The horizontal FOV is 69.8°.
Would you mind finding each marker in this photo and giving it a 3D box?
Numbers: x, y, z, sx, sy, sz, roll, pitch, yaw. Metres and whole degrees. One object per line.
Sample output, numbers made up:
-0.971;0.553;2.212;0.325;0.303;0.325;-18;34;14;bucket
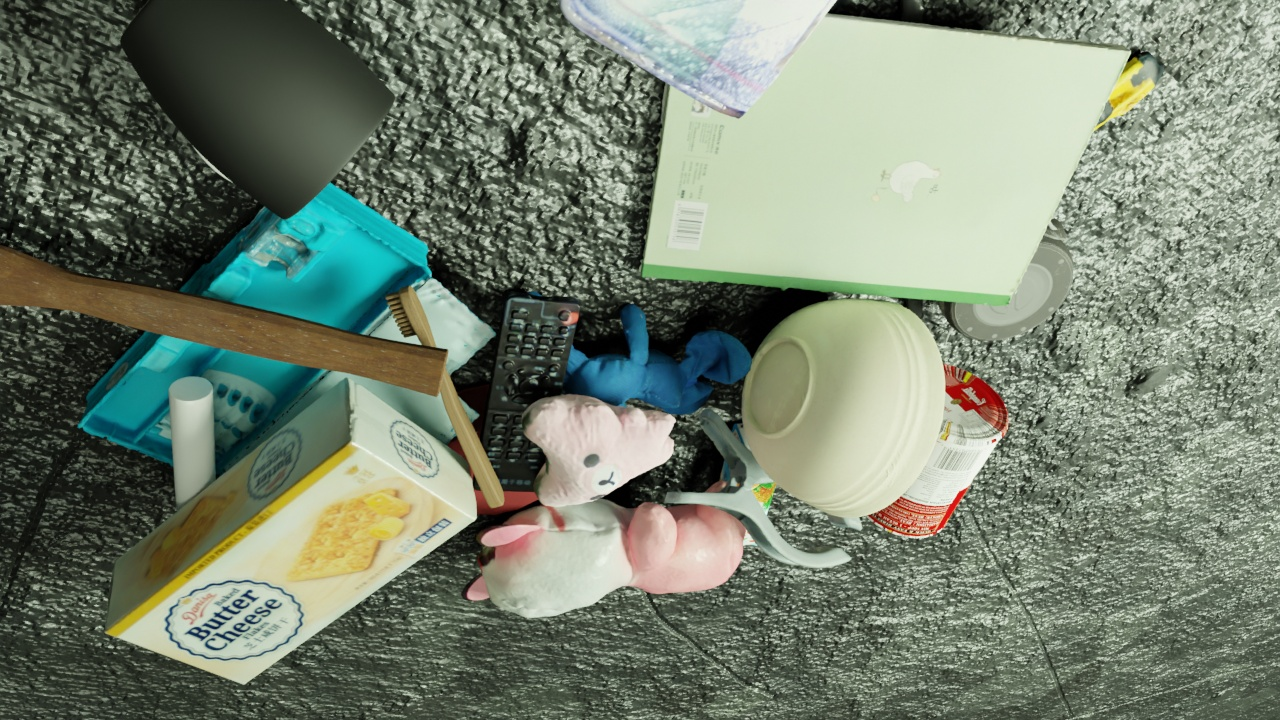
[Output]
-0.273;0.068;0.566;0.027;0.023;0.133;15;126;-5;marker

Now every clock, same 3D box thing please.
0.251;-0.063;0.641;0.091;0.043;0.123;-14;133;2;clock
-0.096;0.064;0.661;0.137;0.048;0.096;-3;133;-13;clock

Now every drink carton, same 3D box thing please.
0.087;0.106;0.759;0.044;0.038;0.129;-3;132;-13;drink carton

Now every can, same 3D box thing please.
0.228;0.072;0.733;0.086;0.086;0.117;-1;133;-15;can

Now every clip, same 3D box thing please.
0.091;0.119;0.684;0.163;0.107;0.028;33;161;-18;clip

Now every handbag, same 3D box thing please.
0.047;-0.207;0.429;0.126;0.069;0.159;22;124;-31;handbag

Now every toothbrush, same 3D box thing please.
-0.115;0.027;0.559;0.016;0.016;0.167;-14;122;6;toothbrush

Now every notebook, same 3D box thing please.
0.134;-0.113;0.551;0.252;0.010;0.182;4;131;-5;notebook

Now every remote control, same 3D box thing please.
-0.075;0.022;0.585;0.047;0.022;0.151;5;123;-18;remote control

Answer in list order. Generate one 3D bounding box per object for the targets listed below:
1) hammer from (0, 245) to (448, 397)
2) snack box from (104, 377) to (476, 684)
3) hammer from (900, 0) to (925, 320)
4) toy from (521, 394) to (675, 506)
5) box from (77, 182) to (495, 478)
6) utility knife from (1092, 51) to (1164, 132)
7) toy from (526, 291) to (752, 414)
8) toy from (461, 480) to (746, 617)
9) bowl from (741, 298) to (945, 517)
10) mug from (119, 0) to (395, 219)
-0.267;-0.027;0.493;0.323;0.033;0.116;13;123;-10;hammer
-0.216;0.111;0.568;0.208;0.057;0.104;-36;131;12;snack box
0.162;-0.138;0.567;0.095;0.015;0.325;-17;135;1;hammer
-0.024;0.055;0.584;0.096;0.052;0.099;-8;136;-6;toy
-0.206;0.011;0.576;0.227;0.056;0.185;-38;123;20;box
0.264;-0.137;0.597;0.163;0.017;0.030;-38;122;24;utility knife
-0.004;0.004;0.619;0.176;0.071;0.113;16;137;-28;toy
-0.028;0.149;0.714;0.213;0.084;0.142;-1;157;-20;toy
0.118;0.024;0.610;0.075;0.150;0.151;15;127;-30;bowl
-0.193;-0.126;0.442;0.119;0.084;0.100;-17;130;44;mug
